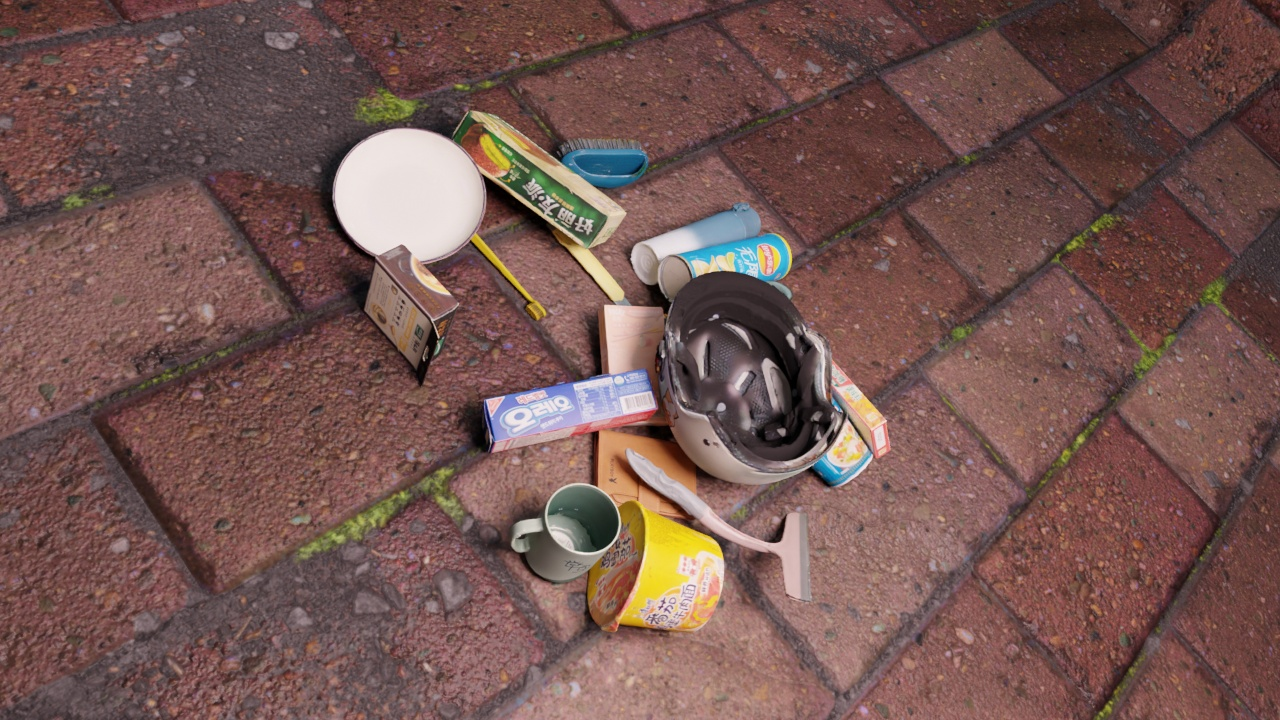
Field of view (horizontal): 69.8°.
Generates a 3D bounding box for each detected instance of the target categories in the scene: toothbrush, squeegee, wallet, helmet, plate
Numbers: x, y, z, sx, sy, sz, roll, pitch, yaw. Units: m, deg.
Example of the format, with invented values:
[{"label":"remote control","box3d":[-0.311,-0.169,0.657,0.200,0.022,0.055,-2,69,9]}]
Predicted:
[{"label":"toothbrush","box3d":[-0.192,-0.126,1.227,0.016,0.016,0.190,-36,78,-30]},{"label":"squeegee","box3d":[0.084,0.179,1.088,0.249,0.040,0.247,30,16,2]},{"label":"wallet","box3d":[0.006,0.142,1.133,0.131,0.031,0.107,12,53,-16]},{"label":"helmet","box3d":[0.118,0.040,1.145,0.229,0.157,0.273,-3,56,-25]},{"label":"plate","box3d":[-0.299,-0.209,1.194,0.192,0.039,0.192,3,74,-11]}]

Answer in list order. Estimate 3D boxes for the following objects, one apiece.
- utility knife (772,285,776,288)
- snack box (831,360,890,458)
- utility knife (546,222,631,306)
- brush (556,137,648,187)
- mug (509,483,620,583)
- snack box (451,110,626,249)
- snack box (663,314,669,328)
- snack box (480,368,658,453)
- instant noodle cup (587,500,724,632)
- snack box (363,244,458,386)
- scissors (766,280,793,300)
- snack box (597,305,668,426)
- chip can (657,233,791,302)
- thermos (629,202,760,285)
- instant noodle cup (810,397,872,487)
[{"label":"utility knife","box3d":[0.239,-0.040,1.338,0.170,0.015,0.033,57,20,17]},{"label":"snack box","box3d":[0.282,0.056,1.253,0.027,0.077,0.155,-31,51,-4]},{"label":"utility knife","box3d":[-0.056,-0.118,1.280,0.030,0.022,0.212,-36,77,-33]},{"label":"brush","box3d":[-0.052,-0.292,1.373,0.143,0.055,0.073,-7,62,-28]},{"label":"mug","box3d":[-0.091,0.193,1.005,0.111,0.107,0.082,2,59,-24]},{"label":"snack box","box3d":[-0.139,-0.250,1.269,0.240,0.063,0.114,36,15,1]},{"label":"snack box","box3d":[0.023,-0.027,1.248,0.153,0.026,0.075,7,61,-19]},{"label":"snack box","box3d":[-0.086,0.060,1.100,0.207,0.058,0.057,-11,74,-19]},{"label":"instant noodle cup","box3d":[0.019,0.236,1.017,0.109,0.138,0.137,21,52,-21]},{"label":"snack box","box3d":[-0.269,-0.053,1.082,0.125,0.113,0.053,46,52,8]},{"label":"scissors","box3d":[0.183,-0.048,1.344,0.169,0.019,0.181,-22,71,-35]},{"label":"snack box","box3d":[-0.007,0.007,1.189,0.084,0.026,0.157,1,75,-22]},{"label":"chip can","box3d":[0.123,-0.133,1.308,0.209,0.071,0.071,-16,67,-40]},{"label":"thermos","box3d":[0.087,-0.175,1.352,0.219,0.070,0.070,-26,72,-34]},{"label":"instant noodle cup","box3d":[0.249,0.108,1.229,0.110,0.099,0.099,49,52,1]}]
